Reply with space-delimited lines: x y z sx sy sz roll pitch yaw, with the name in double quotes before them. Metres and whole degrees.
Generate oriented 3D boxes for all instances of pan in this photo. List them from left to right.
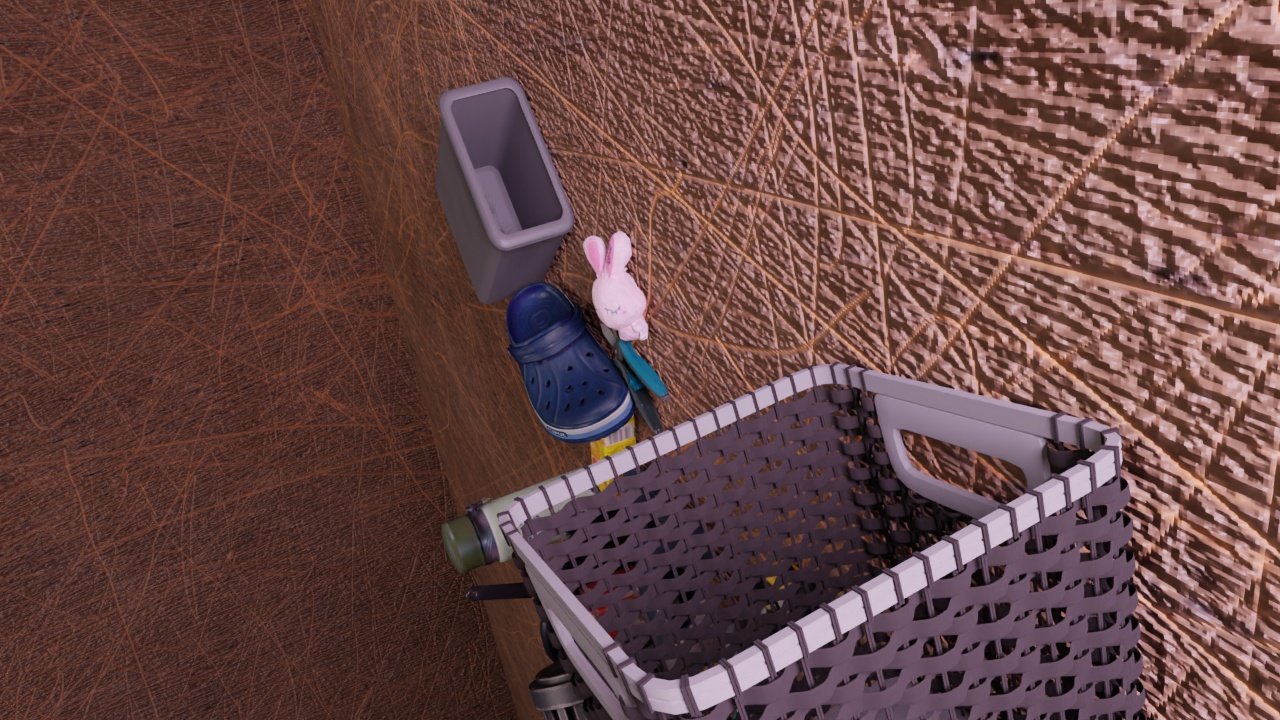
"pan" -0.095 0.258 1.046 0.021 0.356 0.198 14 86 27

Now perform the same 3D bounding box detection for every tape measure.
"tape measure" 0.121 0.202 0.768 0.071 0.042 0.072 70 158 10

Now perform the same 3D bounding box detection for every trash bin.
"trash bin" -0.171 -0.191 1.090 0.191 0.097 0.220 68 162 7
"trash bin" -0.009 0.400 0.905 0.227 0.164 0.164 70 161 7

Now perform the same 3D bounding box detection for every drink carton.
"drink carton" -0.031 0.105 1.079 0.058 0.043 0.135 -128 27 -48

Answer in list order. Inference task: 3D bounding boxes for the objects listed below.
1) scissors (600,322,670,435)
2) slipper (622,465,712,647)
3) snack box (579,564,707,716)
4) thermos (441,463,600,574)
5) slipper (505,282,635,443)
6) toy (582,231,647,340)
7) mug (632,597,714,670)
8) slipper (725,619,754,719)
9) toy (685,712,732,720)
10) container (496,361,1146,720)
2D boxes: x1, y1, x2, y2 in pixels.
"scissors" -0.004 0.011 0.953 0.125 0.019 0.156 -4 105 69
"slipper" 0.031 0.187 0.952 0.263 0.082 0.101 -105 6 -63
"snack box" 0.007 0.362 1.110 0.060 0.113 0.236 34 140 59
"thermos" -0.131 0.191 1.142 0.082 0.231 0.082 55 155 40
"slipper" -0.098 -0.009 1.037 0.252 0.105 0.095 56 175 43
"toy" -0.025 -0.070 0.890 0.064 0.047 0.110 0 105 61
"mug" 0.039 0.318 1.020 0.105 0.089 0.074 68 161 8
"slipper" 0.103 0.380 0.871 0.098 0.055 0.268 25 -127 -63
"toy" 0.099 0.439 0.987 0.194 0.072 0.130 179 89 -66
"container" 0.100 0.171 0.500 0.247 0.245 0.244 19 130 66
